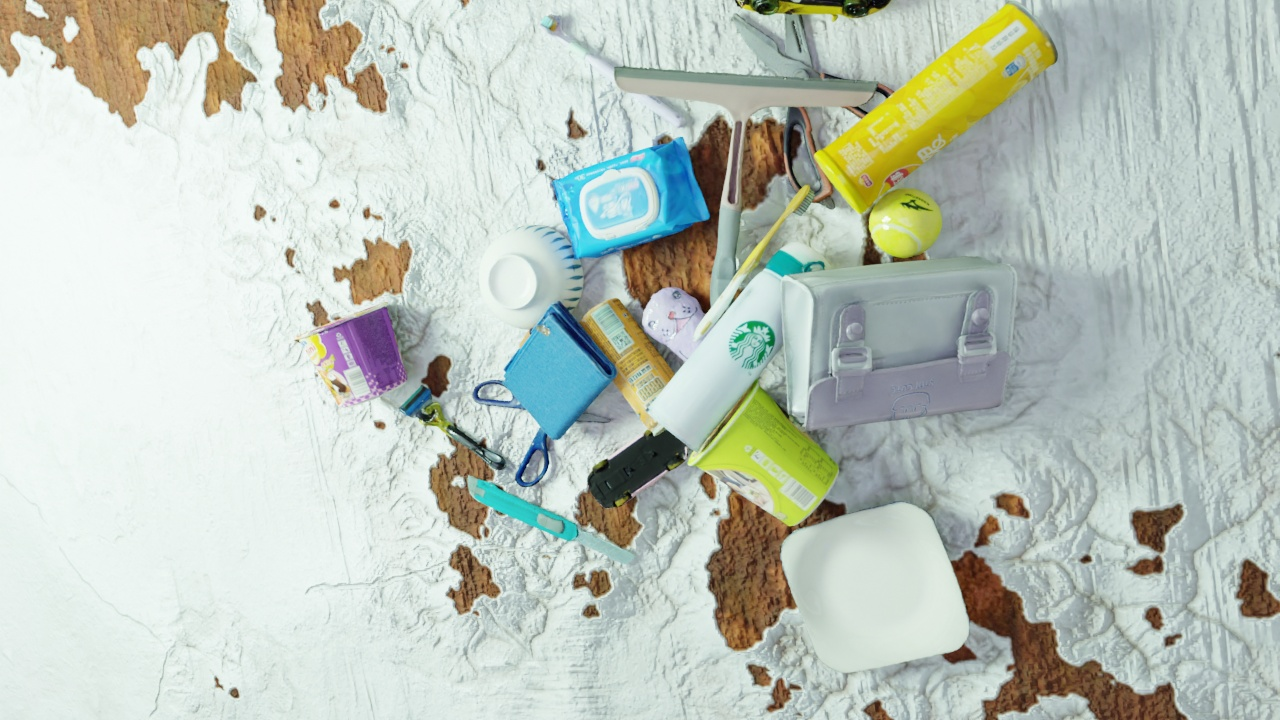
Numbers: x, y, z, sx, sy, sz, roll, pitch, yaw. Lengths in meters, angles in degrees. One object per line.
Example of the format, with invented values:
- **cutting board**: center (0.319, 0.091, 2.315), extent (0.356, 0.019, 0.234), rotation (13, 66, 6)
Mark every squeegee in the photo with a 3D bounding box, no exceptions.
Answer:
- **squeegee**: center (0.091, -0.158, 0.913), extent (0.247, 0.040, 0.250), rotation (4, 110, -1)

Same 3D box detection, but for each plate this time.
- **plate**: center (0.240, 0.231, 0.943), extent (0.164, 0.034, 0.163), rotation (-19, 92, 20)

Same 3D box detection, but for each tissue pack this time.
- **tissue pack**: center (-0.012, -0.166, 0.955), extent (0.157, 0.052, 0.095), rotation (-14, 94, 20)

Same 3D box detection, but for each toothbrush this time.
- **toothbrush**: center (-0.028, -0.301, 0.958), extent (0.189, 0.029, 0.021), rotation (39, 148, 8)
- **toothbrush**: center (0.111, -0.092, 0.910), extent (0.018, 0.016, 0.192), rotation (30, 108, -20)

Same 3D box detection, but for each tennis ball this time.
- **tennis ball**: center (0.250, -0.130, 0.866), extent (0.065, 0.065, 0.065), rotation (3, 99, 18)

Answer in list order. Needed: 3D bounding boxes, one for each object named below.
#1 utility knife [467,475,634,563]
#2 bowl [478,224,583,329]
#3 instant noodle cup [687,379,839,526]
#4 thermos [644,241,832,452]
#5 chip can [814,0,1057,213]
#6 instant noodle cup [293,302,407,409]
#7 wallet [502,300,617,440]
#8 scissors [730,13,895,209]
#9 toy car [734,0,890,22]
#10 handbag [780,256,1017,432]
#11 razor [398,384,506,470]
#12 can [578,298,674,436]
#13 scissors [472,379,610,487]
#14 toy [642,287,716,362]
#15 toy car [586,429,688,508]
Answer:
- **utility knife**: center (-0.108, 0.186, 1.064), extent (0.223, 0.013, 0.029), rotation (21, 105, 14)
- **bowl**: center (-0.127, -0.089, 0.999), extent (0.116, 0.066, 0.116), rotation (3, 100, 18)
- **instant noodle cup**: center (0.130, 0.100, 0.928), extent (0.123, 0.111, 0.112), rotation (39, 108, 0)
- **thermos**: center (0.101, -0.016, 0.898), extent (0.073, 0.073, 0.224), rotation (39, 90, 9)
- **chip can**: center (0.263, -0.227, 0.830), extent (0.214, 0.072, 0.072), rotation (-38, 85, 13)
- **instant noodle cup**: center (-0.327, -0.004, 1.064), extent (0.112, 0.111, 0.099), rotation (-17, 103, 20)
- **wallet**: center (-0.091, 0.013, 0.988), extent (0.106, 0.040, 0.133), rotation (49, 132, 8)
- **scissors**: center (0.170, -0.258, 0.900), extent (0.227, 0.015, 0.189), rotation (26, 106, 14)
- **toy car**: center (0.164, -0.357, 0.865), extent (0.156, 0.041, 0.071), rotation (5, 82, 7)
- **handbag**: center (0.235, -0.014, 0.841), extent (0.197, 0.098, 0.145), rotation (-7, 109, -8)
- **razor**: center (-0.216, 0.086, 1.082), extent (0.143, 0.022, 0.042), rotation (35, 64, 7)
- **can**: center (-0.006, 0.006, 0.972), extent (0.058, 0.058, 0.146), rotation (-39, 81, 20)
- **scissors**: center (-0.118, 0.062, 1.049), extent (0.162, 0.012, 0.173), rotation (28, 104, 12)
- **toy**: center (0.048, -0.028, 0.962), extent (0.108, 0.039, 0.084), rotation (45, 89, 6)
- **toy car**: center (-0.002, 0.115, 1.007), extent (0.122, 0.037, 0.056), rotation (-35, 84, 8)
